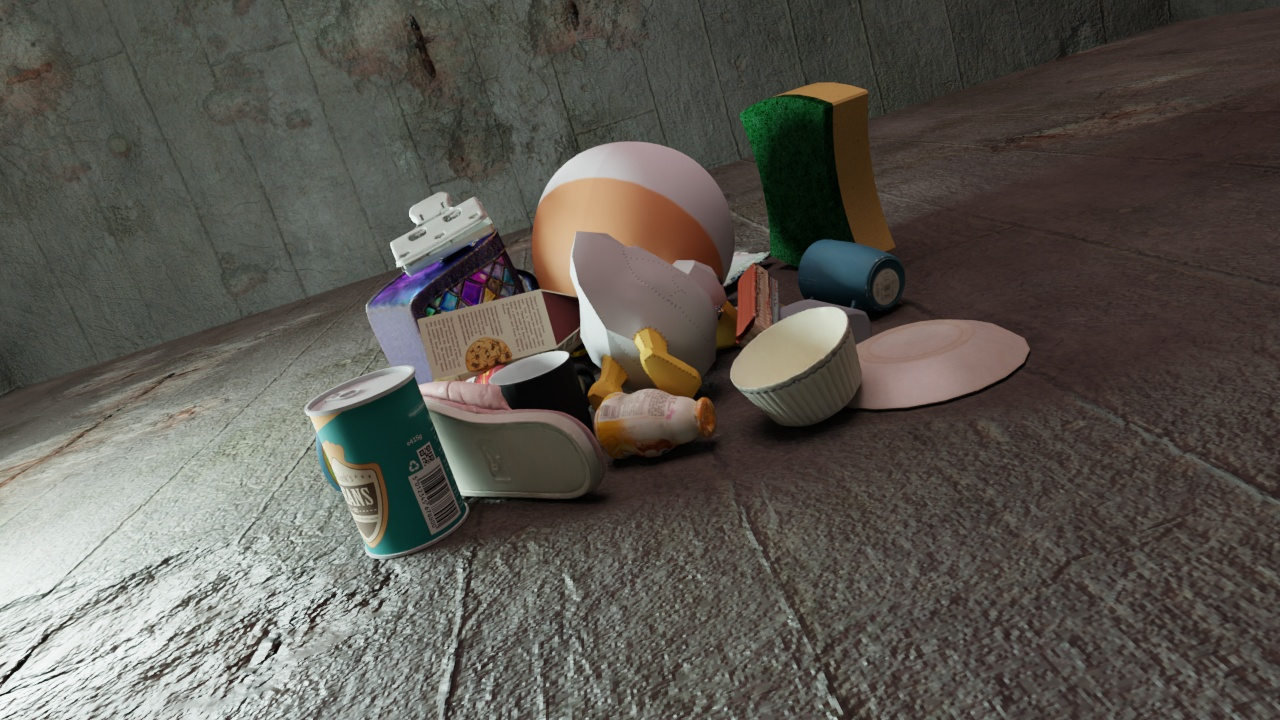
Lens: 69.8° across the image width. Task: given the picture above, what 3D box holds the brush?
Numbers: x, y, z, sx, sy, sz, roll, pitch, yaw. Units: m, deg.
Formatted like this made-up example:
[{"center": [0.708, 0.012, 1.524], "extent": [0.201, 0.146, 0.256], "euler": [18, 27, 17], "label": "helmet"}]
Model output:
[{"center": [0.246, -0.255, 1.291], "extent": [0.075, 0.250, 0.195], "euler": [-24, 21, -21], "label": "brush"}]

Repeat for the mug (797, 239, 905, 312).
[{"center": [0.239, -0.084, 1.062], "extent": [0.112, 0.084, 0.104], "euler": [-52, 32, -13], "label": "mug"}]

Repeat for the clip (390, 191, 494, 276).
[{"center": [-0.247, -0.158, 1.149], "extent": [0.125, 0.081, 0.147], "euler": [-27, 22, -4], "label": "clip"}]

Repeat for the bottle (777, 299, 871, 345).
[{"center": [0.180, -0.038, 1.007], "extent": [0.072, 0.046, 0.161], "euler": [-22, 16, -14], "label": "bottle"}]

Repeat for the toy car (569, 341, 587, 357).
[{"center": [-0.097, -0.024, 1.282], "extent": [0.049, 0.030, 0.107], "euler": [-27, 21, -26], "label": "toy car"}]

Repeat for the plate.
[{"center": [0.257, -0.006, 0.850], "extent": [0.189, 0.027, 0.188], "euler": [-16, 16, 5], "label": "plate"}]

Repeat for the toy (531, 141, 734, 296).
[{"center": [-0.014, -0.139, 1.201], "extent": [0.263, 0.266, 0.280], "euler": [5, 55, 27], "label": "toy"}]

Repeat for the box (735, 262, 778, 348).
[{"center": [0.124, -0.060, 1.014], "extent": [0.058, 0.053, 0.186], "euler": [-15, 23, 13], "label": "box"}]

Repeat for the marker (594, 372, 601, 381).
[{"center": [-0.006, 0.006, 1.095], "extent": [0.125, 0.025, 0.025], "euler": [-28, 19, -33], "label": "marker"}]

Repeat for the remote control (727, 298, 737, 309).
[{"center": [0.110, -0.051, 1.158], "extent": [0.060, 0.028, 0.114], "euler": [-12, 16, 16], "label": "remote control"}]

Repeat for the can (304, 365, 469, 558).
[{"center": [-0.227, 0.090, 0.829], "extent": [0.099, 0.144, 0.099], "euler": [-16, 16, 5], "label": "can"}]

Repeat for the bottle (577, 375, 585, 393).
[{"center": [-0.119, 0.036, 1.084], "extent": [0.109, 0.044, 0.044], "euler": [-6, 20, 31], "label": "bottle"}]

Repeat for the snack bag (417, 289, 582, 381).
[{"center": [-0.138, -0.028, 1.045], "extent": [0.206, 0.070, 0.094], "euler": [-15, -10, -9], "label": "snack bag"}]

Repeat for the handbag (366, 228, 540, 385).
[{"center": [-0.214, -0.048, 1.196], "extent": [0.126, 0.205, 0.221], "euler": [0, 30, 46], "label": "handbag"}]

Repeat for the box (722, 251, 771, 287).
[{"center": [0.090, -0.123, 1.409], "extent": [0.159, 0.035, 0.229], "euler": [-5, 20, 38], "label": "box"}]

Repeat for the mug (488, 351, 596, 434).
[{"center": [-0.086, 0.043, 0.929], "extent": [0.085, 0.094, 0.121], "euler": [-4, 21, 39], "label": "mug"}]

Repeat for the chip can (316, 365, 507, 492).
[{"center": [-0.234, 0.075, 0.997], "extent": [0.213, 0.087, 0.087], "euler": [-17, 16, 6], "label": "chip can"}]

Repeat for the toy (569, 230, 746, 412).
[{"center": [0.018, -0.047, 0.978], "extent": [0.141, 0.246, 0.266], "euler": [-34, 24, 32], "label": "toy"}]

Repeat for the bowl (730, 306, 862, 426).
[{"center": [0.145, 0.011, 0.815], "extent": [0.115, 0.062, 0.115], "euler": [-29, 21, 12], "label": "bowl"}]

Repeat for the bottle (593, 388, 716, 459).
[{"center": [0.014, 0.057, 0.841], "extent": [0.109, 0.063, 0.063], "euler": [-7, 19, 28], "label": "bottle"}]

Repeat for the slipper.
[{"center": [-0.138, 0.074, 0.863], "extent": [0.275, 0.114, 0.054], "euler": [4, 30, 37], "label": "slipper"}]
